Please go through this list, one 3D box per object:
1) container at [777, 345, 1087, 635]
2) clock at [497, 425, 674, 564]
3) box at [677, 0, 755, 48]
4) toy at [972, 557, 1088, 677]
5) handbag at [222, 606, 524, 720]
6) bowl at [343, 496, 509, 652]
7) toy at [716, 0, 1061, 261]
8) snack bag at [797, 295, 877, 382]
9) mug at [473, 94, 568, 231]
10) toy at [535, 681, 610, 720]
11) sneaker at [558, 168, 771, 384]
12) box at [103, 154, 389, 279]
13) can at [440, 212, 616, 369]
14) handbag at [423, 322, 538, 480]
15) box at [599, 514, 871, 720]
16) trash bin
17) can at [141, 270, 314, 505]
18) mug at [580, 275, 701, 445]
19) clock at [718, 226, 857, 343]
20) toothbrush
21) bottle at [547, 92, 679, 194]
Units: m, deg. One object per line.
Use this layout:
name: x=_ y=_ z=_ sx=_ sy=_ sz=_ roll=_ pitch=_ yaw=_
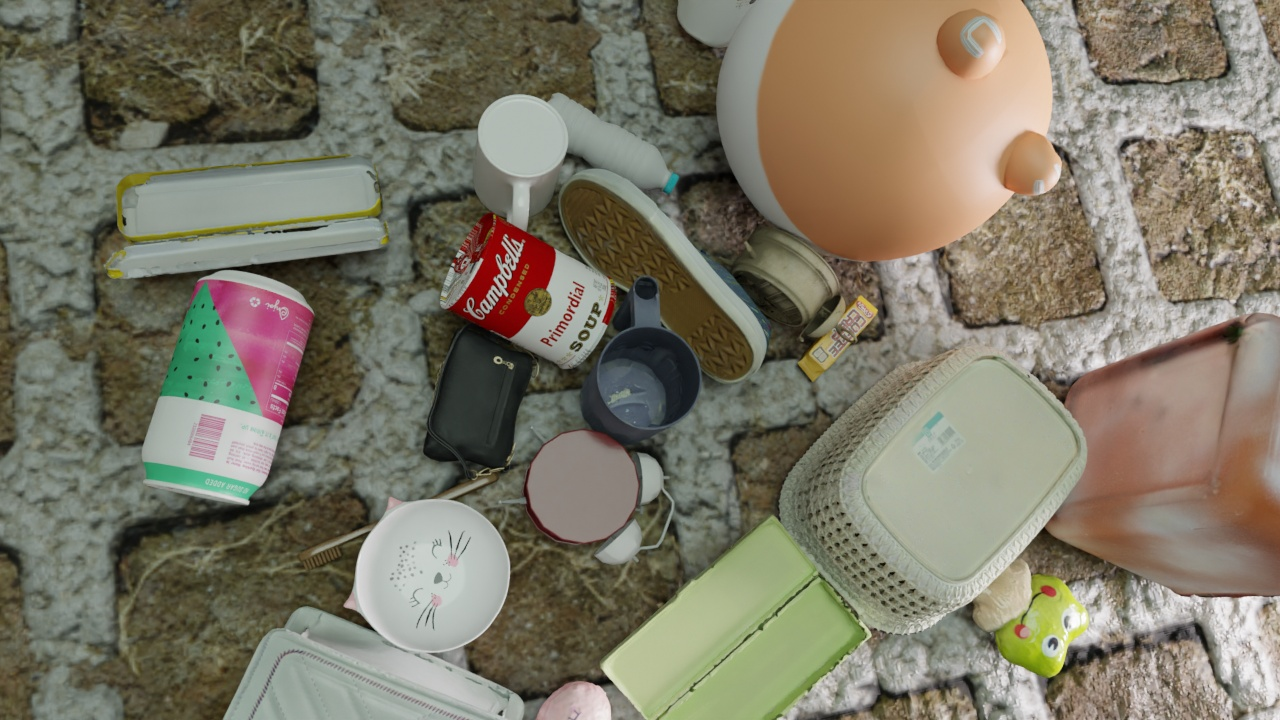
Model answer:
container: x=0.248 y=0.102 z=0.774 sx=0.251 sy=0.143 sz=0.185 roll=-41 pitch=80 yaw=-18
clock: x=-0.040 y=0.110 z=0.758 sx=0.137 sy=0.048 sz=0.096 roll=24 pitch=73 yaw=-6
box: x=0.078 y=-0.374 z=0.840 sx=0.084 sy=0.166 sz=0.094 roll=-26 pitch=72 yaw=-22
toy: x=0.339 y=0.220 z=0.819 sx=0.118 sy=0.043 sz=0.092 roll=42 pitch=73 yaw=1
handbag: x=-0.195 y=0.281 z=0.663 sx=0.198 sy=0.096 sz=0.142 roll=26 pitch=87 yaw=-6
bowl: x=-0.162 y=0.167 z=0.715 sx=0.114 sy=0.051 sz=0.114 roll=4 pitch=76 yaw=-15
toy: x=0.209 y=-0.215 z=0.766 sx=0.265 sy=0.281 sz=0.263 roll=-46 pitch=121 yaw=-7
snack bag: x=0.185 y=-0.022 z=0.854 sx=0.026 sy=0.020 sz=0.099 roll=46 pitch=72 yaw=0
mug: x=-0.104 y=-0.155 z=0.783 sx=0.073 sy=0.091 sz=0.110 roll=2 pitch=76 yaw=-12
toy: x=-0.043 y=0.310 z=0.712 sx=0.105 sy=0.053 sz=0.108 roll=29 pitch=71 yaw=-20
sneaker: x=0.030 y=-0.085 z=0.808 sx=0.235 sy=0.088 sz=0.079 roll=45 pitch=40 yaw=5
box: x=-0.314 y=-0.114 z=0.744 sx=0.209 sy=0.046 sz=0.128 roll=-8 pitch=48 yaw=-14
can: x=-0.091 y=-0.055 z=0.749 sx=0.116 sy=0.087 sz=0.086 roll=27 pitch=72 yaw=-24
handbag: x=-0.131 y=0.034 z=0.754 sx=0.079 sy=0.054 sz=0.128 roll=16 pitch=72 yaw=-13
box: x=0.077 y=0.232 z=0.745 sx=0.187 sy=0.030 sz=0.138 roll=-41 pitch=93 yaw=-5
trash bin: x=0.480 y=0.085 z=0.769 sx=0.157 sy=0.260 sz=0.181 roll=23 pitch=73 yaw=-5
can: x=-0.312 y=0.021 z=0.698 sx=0.088 sy=0.088 sz=0.165 roll=13 pitch=75 yaw=-9
mug: x=-0.005 y=0.004 z=0.761 sx=0.083 sy=0.104 sz=0.123 roll=-1 pitch=77 yaw=-12
clock: x=0.137 y=-0.058 z=0.818 sx=0.141 sy=0.093 sz=0.054 roll=40 pitch=79 yaw=-7
toothbrush: x=-0.191 y=0.127 z=0.738 sx=0.166 sy=0.016 sz=0.016 roll=-23 pitch=82 yaw=-16
bottle: x=-0.028 y=-0.192 z=0.834 sx=0.136 sy=0.044 sz=0.044 roll=28 pitch=73 yaw=-5
